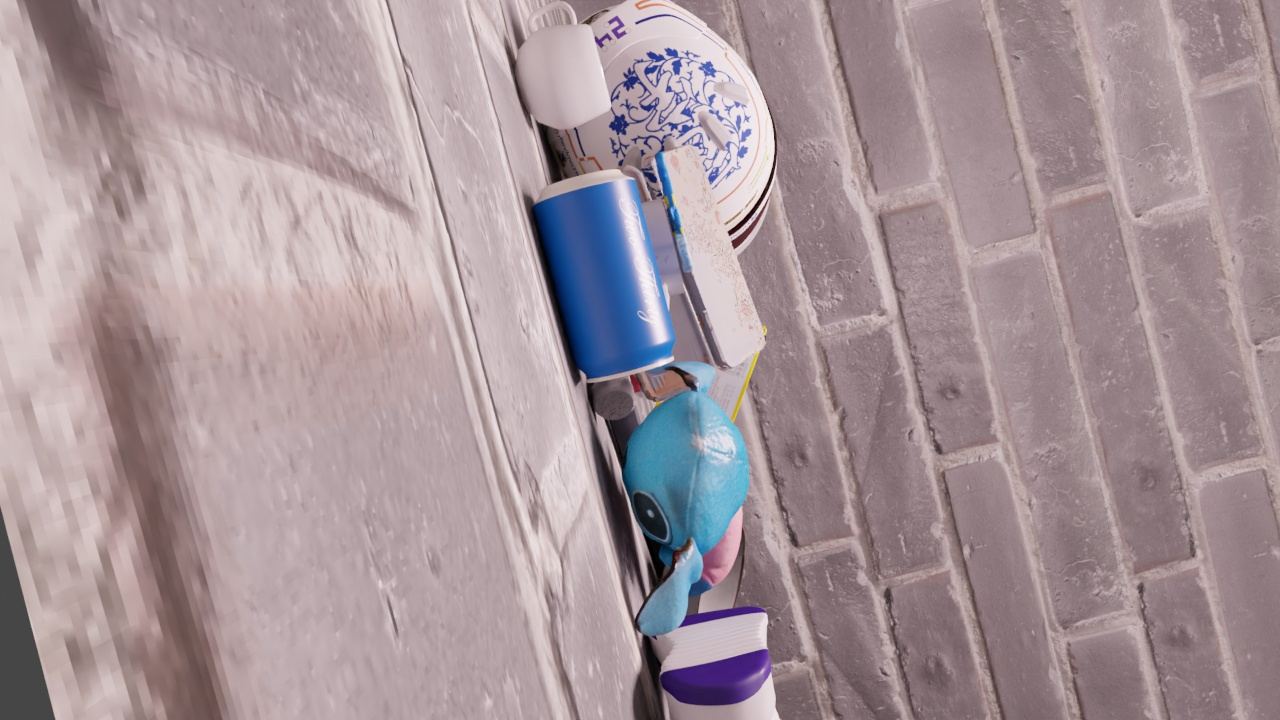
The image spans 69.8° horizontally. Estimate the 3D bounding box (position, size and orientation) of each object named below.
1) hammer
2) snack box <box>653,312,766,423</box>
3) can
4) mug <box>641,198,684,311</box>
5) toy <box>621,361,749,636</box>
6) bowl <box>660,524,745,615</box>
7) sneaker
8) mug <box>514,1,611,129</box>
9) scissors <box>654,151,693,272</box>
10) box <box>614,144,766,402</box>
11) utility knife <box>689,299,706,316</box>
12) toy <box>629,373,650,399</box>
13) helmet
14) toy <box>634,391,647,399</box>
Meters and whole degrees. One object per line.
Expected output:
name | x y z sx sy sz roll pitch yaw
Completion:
hammer | -0.001 0.104 0.876 0.139 0.035 0.313 -105 179 -53
snack box | 0.069 0.041 1.066 0.042 0.092 0.200 21 89 -87
can | -0.026 -0.063 0.685 0.079 0.079 0.146 -79 154 -85
mug | -0.016 -0.071 0.775 0.083 0.096 0.119 72 4 -57
toy | 0.038 0.115 0.730 0.192 0.099 0.223 76 13 -58
bowl | 0.055 0.223 0.897 0.150 0.057 0.150 11 89 -69
sneaker | 0.056 0.246 0.646 0.244 0.092 0.111 75 6 -86
mug | -0.076 -0.271 0.834 0.090 0.076 0.123 68 8 -74
scissors | 0.031 -0.116 0.774 0.125 0.014 0.130 71 9 -50
box | 0.031 -0.084 0.866 0.071 0.156 0.216 -7 -73 58
utility knife | 0.032 -0.055 0.988 0.233 0.020 0.028 -12 60 -48
toy | -0.006 0.005 0.932 0.065 0.050 0.102 69 -15 -15
helmet | 0.030 -0.238 1.003 0.314 0.231 0.236 53 -2 -13
toy | 0.005 -0.038 1.099 0.209 0.085 0.137 93 15 -75
